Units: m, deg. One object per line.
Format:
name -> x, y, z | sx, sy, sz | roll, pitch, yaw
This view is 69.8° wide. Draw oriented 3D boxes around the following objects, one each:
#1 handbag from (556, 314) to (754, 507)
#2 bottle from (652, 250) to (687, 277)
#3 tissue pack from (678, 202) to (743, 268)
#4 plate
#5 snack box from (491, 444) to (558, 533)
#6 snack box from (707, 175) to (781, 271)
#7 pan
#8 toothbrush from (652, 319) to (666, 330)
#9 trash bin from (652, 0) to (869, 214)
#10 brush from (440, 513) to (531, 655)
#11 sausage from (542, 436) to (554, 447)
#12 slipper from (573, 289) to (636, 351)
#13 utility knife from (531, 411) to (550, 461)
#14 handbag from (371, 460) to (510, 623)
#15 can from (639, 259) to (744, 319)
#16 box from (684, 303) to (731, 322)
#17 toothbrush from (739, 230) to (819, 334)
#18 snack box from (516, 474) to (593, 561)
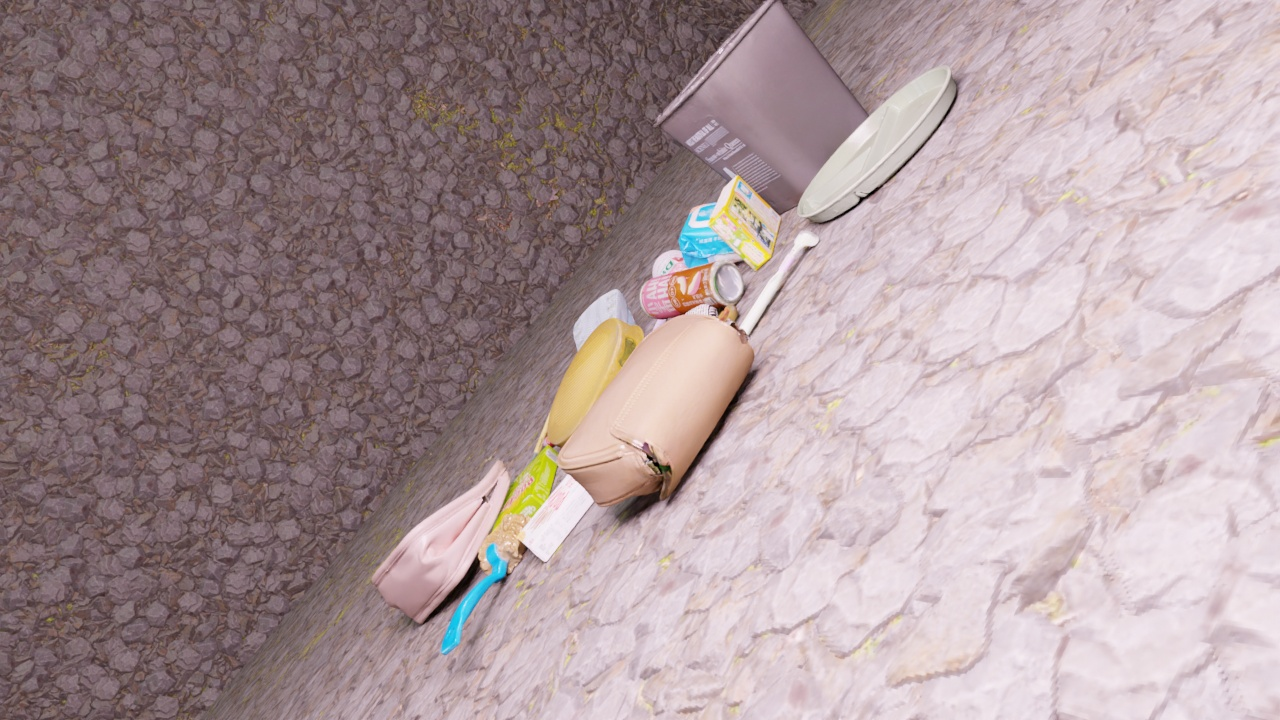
handbag -> 0.021, 0.047, 0.862 | 0.204, 0.100, 0.148 | -54, 20, -26
bottle -> 0.061, -0.113, 1.325 | 0.068, 0.068, 0.197 | -47, 15, 7
tissue pack -> 0.108, -0.181, 1.288 | 0.090, 0.063, 0.139 | -7, 27, 18
plate -> 0.271, -0.244, 1.059 | 0.230, 0.027, 0.230 | -46, 12, 12
snack box -> -0.153, 0.180, 1.243 | 0.086, 0.026, 0.156 | -46, 12, 16
snack box -> 0.138, -0.182, 1.200 | 0.034, 0.087, 0.140 | -41, 13, 28
pan -> -0.007, 0.007, 1.182 | 0.359, 0.078, 0.197 | -41, 28, 48
toothbrush -> 0.029, -0.055, 1.368 | 0.188, 0.029, 0.021 | -67, -19, -54
trash bin -> 0.170, -0.332, 1.246 | 0.198, 0.220, 0.199 | -50, 12, -15
brush -> -0.173, 0.245, 1.026 | 0.083, 0.046, 0.254 | -41, 7, 18
sausage -> -0.106, 0.099, 1.353 | 0.156, 0.020, 0.020 | -36, 16, 47
slipper -> -0.045, -0.025, 1.424 | 0.104, 0.074, 0.245 | -43, 28, 21
utility knife -> -0.141, 0.086, 1.458 | 0.031, 0.019, 0.176 | 110, 175, -62
handbag -> -0.254, 0.231, 1.267 | 0.194, 0.093, 0.233 | -47, 5, 46
can -> 0.063, -0.088, 1.166 | 0.148, 0.058, 0.057 | -9, 39, 53
box -> 0.031, -0.004, 1.039 | 0.164, 0.076, 0.075 | -38, 21, 34
toothbrush -> 0.139, -0.070, 0.997 | 0.029, 0.020, 0.189 | 15, 60, 41
snack box -> -0.075, 0.152, 1.039 | 0.156, 0.027, 0.085 | -50, 11, -13
